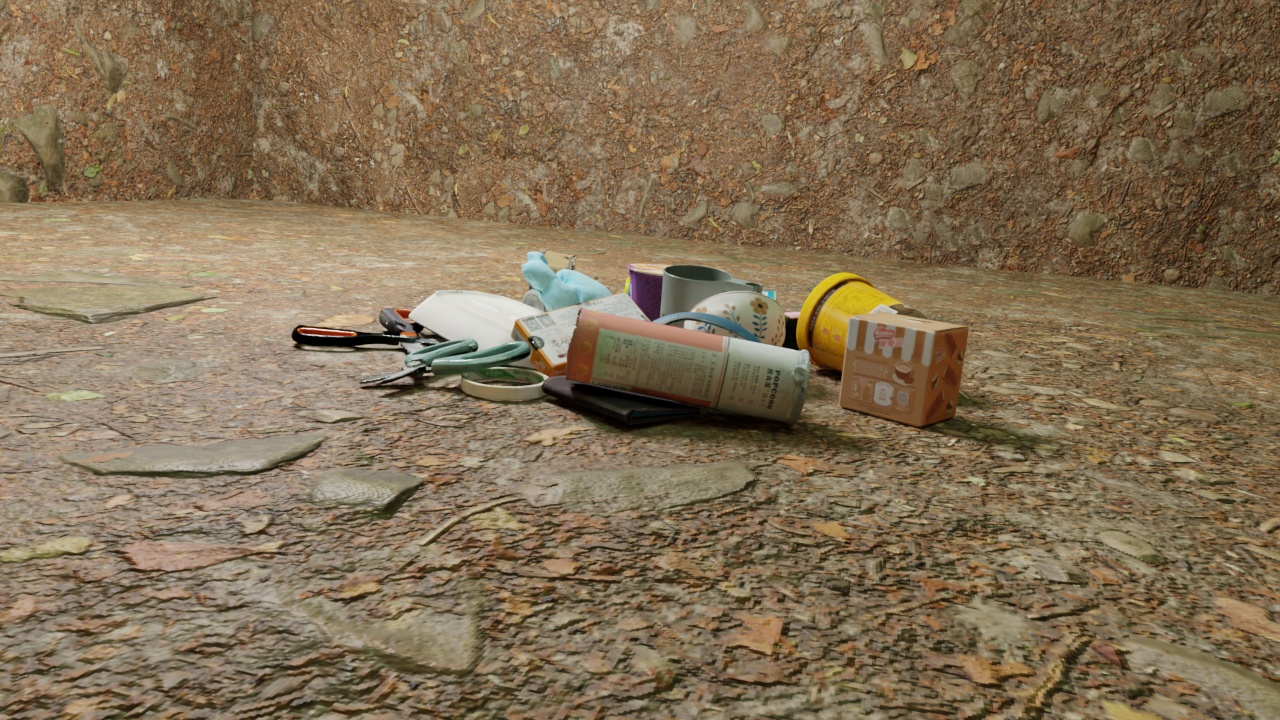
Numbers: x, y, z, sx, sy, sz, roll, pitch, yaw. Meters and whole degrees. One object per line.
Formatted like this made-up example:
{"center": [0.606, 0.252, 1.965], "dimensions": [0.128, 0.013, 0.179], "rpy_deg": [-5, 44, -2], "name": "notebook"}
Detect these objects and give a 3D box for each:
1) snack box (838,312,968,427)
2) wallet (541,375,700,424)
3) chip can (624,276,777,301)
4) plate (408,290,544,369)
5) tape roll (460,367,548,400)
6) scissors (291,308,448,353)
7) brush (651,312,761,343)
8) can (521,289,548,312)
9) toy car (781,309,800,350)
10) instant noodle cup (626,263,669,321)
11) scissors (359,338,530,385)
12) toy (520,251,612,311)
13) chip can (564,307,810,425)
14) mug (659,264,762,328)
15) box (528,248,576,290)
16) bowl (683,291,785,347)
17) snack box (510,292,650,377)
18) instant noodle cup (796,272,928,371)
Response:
{"center": [0.262, 0.006, 0.916], "dimensions": [0.093, 0.094, 0.076], "rpy_deg": [15, 16, 42], "name": "snack box"}
{"center": [-0.019, 0.036, 0.858], "dimensions": [0.096, 0.020, 0.122], "rpy_deg": [-4, 15, -44], "name": "wallet"}
{"center": [0.082, -0.072, 1.286], "dimensions": [0.210, 0.071, 0.071], "rpy_deg": [6, 12, 4], "name": "chip can"}
{"center": [-0.159, -0.042, 1.084], "dimensions": [0.161, 0.034, 0.266], "rpy_deg": [-3, 18, -43], "name": "plate"}
{"center": [-0.132, 0.022, 0.893], "dimensions": [0.086, 0.014, 0.085], "rpy_deg": [4, 12, -1], "name": "tape roll"}
{"center": [-0.282, -0.026, 1.061], "dimensions": [0.233, 0.022, 0.220], "rpy_deg": [3, 16, -11], "name": "scissors"}
{"center": [0.070, -0.008, 0.900], "dimensions": [0.144, 0.074, 0.055], "rpy_deg": [19, 21, -3], "name": "brush"}
{"center": [-0.099, -0.069, 1.231], "dimensions": [0.116, 0.058, 0.059], "rpy_deg": [-7, 16, -44], "name": "can"}
{"center": [0.197, -0.037, 1.199], "dimensions": [0.122, 0.056, 0.037], "rpy_deg": [-4, 22, -38], "name": "toy car"}
{"center": [0.033, -0.071, 1.192], "dimensions": [0.111, 0.099, 0.111], "rpy_deg": [3, 12, -1], "name": "instant noodle cup"}
{"center": [-0.206, 0.000, 0.924], "dimensions": [0.176, 0.019, 0.172], "rpy_deg": [-14, 15, -25], "name": "scissors"}
{"center": [-0.079, -0.079, 1.169], "dimensions": [0.161, 0.050, 0.156], "rpy_deg": [50, 26, 8], "name": "toy"}
{"center": [0.041, 0.005, 0.839], "dimensions": [0.215, 0.071, 0.071], "rpy_deg": [11, 12, 0], "name": "chip can"}
{"center": [0.081, -0.052, 1.095], "dimensions": [0.124, 0.103, 0.083], "rpy_deg": [16, 21, 27], "name": "mug"}
{"center": [-0.130, -0.110, 1.343], "dimensions": [0.062, 0.090, 0.184], "rpy_deg": [10, 10, -3], "name": "box"}
{"center": [0.107, -0.018, 1.009], "dimensions": [0.113, 0.114, 0.062], "rpy_deg": [2, 55, -10], "name": "bowl"}
{"center": [-0.056, -0.028, 0.993], "dimensions": [0.153, 0.026, 0.075], "rpy_deg": [-17, 56, -37], "name": "snack box"}
{"center": [0.261, -0.030, 1.058], "dimensions": [0.118, 0.118, 0.114], "rpy_deg": [-3, 22, -32], "name": "instant noodle cup"}
